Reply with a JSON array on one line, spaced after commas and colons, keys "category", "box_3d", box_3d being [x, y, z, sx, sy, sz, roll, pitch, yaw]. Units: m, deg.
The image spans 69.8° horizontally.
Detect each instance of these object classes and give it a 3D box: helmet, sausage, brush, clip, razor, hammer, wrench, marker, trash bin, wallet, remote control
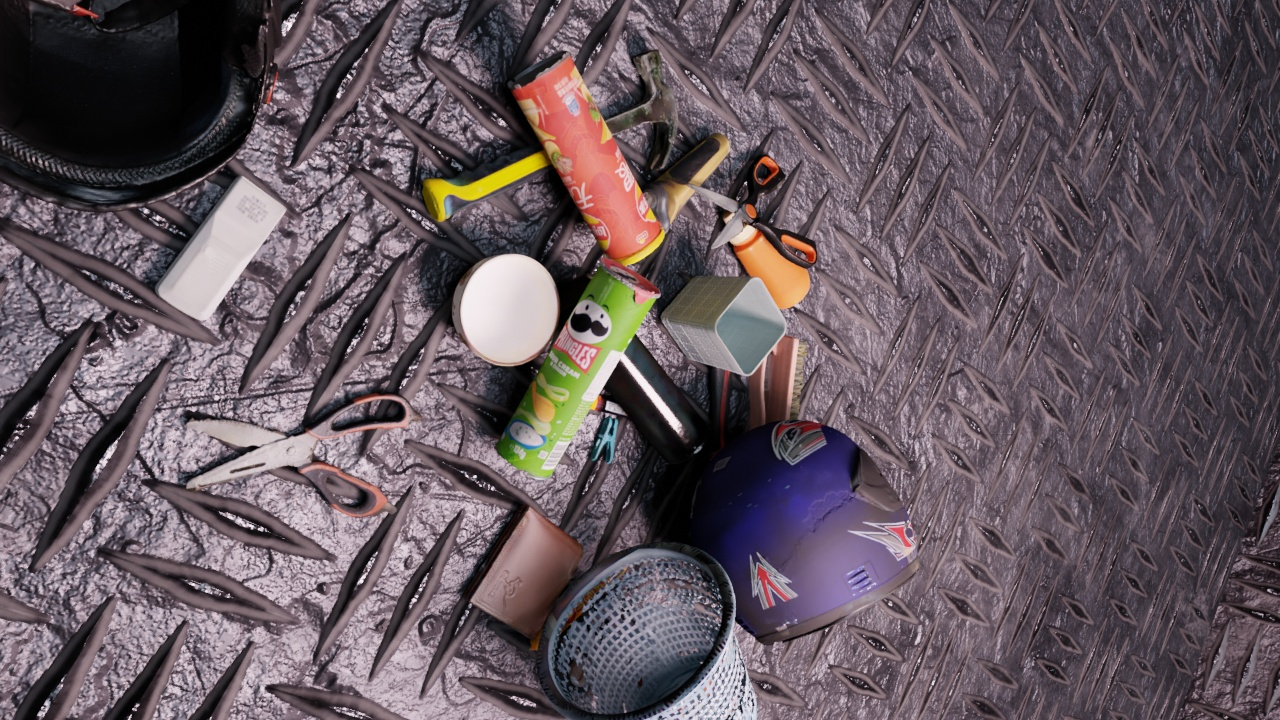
[{"category": "helmet", "box_3d": [0.195, 0.192, 1.119, 0.314, 0.248, 0.240, 0, 64, -59]}, {"category": "sausage", "box_3d": [-0.071, 0.286, 1.087, 0.164, 0.021, 0.021, -40, 119, -25]}, {"category": "brush", "box_3d": [0.172, 0.038, 1.202, 0.073, 0.063, 0.146, -2, 101, -41]}, {"category": "clip", "box_3d": [-0.040, 0.093, 1.081, 0.038, 0.013, 0.055, 17, 89, -39]}, {"category": "razor", "box_3d": [0.048, -0.211, 1.068, 0.167, 0.062, 0.068, -47, 160, -27]}, {"category": "hammer", "box_3d": [-0.085, -0.223, 0.978, 0.322, 0.032, 0.126, -32, 115, -29]}, {"category": "wrench", "box_3d": [0.106, 0.103, 1.192, 0.056, 0.016, 0.273, -13, 106, -39]}, {"category": "marker", "box_3d": [-0.041, 0.052, 1.073, 0.123, 0.015, 0.018, 19, 80, -40]}, {"category": "trash bin", "box_3d": [0.028, 0.349, 1.012, 0.226, 0.227, 0.195, -43, 126, -23]}, {"category": "helmet", "box_3d": [-0.373, -0.240, 0.632, 0.233, 0.230, 0.275, -1, 98, -22]}, {"category": "wallet", "box_3d": [-0.128, 0.237, 1.030, 0.101, 0.032, 0.124, 41, 73, -32]}, {"category": "remote control", "box_3d": [-0.363, -0.096, 0.795, 0.049, 0.024, 0.124, 39, 74, -36]}]

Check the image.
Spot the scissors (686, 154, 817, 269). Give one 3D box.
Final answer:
[{"category": "scissors", "box_3d": [0.138, -0.180, 1.111, 0.221, 0.022, 0.228, 34, 48, -27]}]

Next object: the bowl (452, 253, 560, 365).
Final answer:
[{"category": "bowl", "box_3d": [-0.146, -0.053, 0.943, 0.113, 0.062, 0.113, -6, 101, -37]}]

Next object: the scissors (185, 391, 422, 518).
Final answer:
[{"category": "scissors", "box_3d": [-0.309, 0.087, 0.873, 0.188, 0.015, 0.226, -52, 125, -18]}]

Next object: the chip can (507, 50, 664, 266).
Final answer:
[{"category": "chip can", "box_3d": [-0.052, -0.203, 0.942, 0.073, 0.073, 0.217, -42, 119, -24]}]

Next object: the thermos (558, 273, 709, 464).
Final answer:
[{"category": "thermos", "box_3d": [-0.006, 0.006, 1.055, 0.242, 0.069, 0.089, 54, 44, -27]}]

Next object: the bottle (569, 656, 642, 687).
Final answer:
[{"category": "bottle", "box_3d": [0.002, 0.402, 1.141, 0.206, 0.060, 0.059, 24, 83, -34]}]

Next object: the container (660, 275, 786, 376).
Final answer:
[{"category": "container", "box_3d": [0.095, -0.046, 1.096, 0.089, 0.112, 0.090, -49, 123, -21]}]

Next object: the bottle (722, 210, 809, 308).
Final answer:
[{"category": "bottle", "box_3d": [0.153, -0.133, 1.160, 0.149, 0.067, 0.066, 47, 70, -25]}]

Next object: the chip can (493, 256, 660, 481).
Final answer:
[{"category": "chip can", "box_3d": [-0.067, 0.012, 0.957, 0.072, 0.072, 0.236, 19, 108, -38]}]
